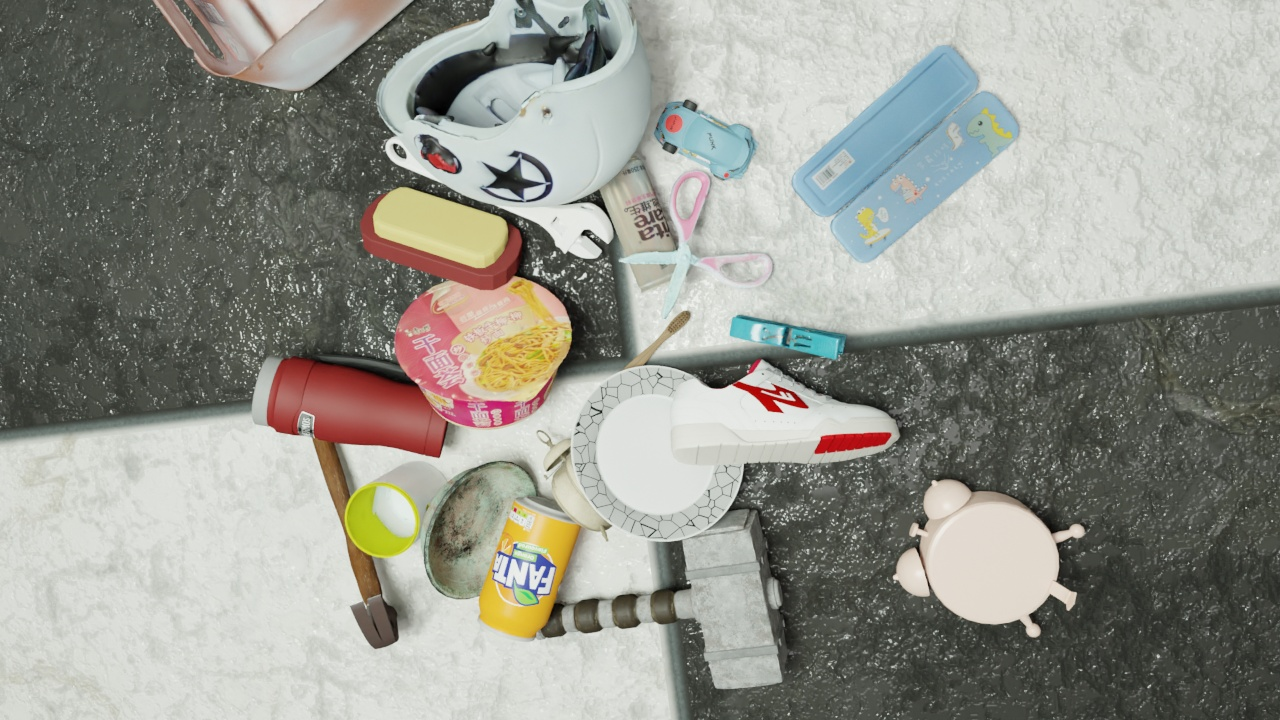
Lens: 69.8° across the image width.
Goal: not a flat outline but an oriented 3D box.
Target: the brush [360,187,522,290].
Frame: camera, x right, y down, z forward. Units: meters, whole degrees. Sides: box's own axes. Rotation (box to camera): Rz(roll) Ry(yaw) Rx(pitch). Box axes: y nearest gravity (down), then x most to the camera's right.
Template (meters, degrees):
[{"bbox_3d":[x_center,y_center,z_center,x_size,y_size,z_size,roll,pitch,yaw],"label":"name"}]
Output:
[{"bbox_3d":[-0.212,-0.135,0.980,0.173,0.082,0.042,18,143,5],"label":"brush"}]

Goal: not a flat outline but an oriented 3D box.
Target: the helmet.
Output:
[{"bbox_3d":[-0.113,-0.242,0.901,0.264,0.235,0.164,1,140,23],"label":"helmet"}]

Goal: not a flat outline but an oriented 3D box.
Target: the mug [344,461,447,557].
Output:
[{"bbox_3d":[-0.267,0.163,1.020,0.082,0.106,0.082,1,97,8],"label":"mug"}]

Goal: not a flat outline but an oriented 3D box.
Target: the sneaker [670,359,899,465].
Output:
[{"bbox_3d":[0.148,0.048,0.960,0.236,0.090,0.104,-2,68,0],"label":"sneaker"}]

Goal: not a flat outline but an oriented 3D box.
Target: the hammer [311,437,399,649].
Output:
[{"bbox_3d":[-0.337,0.170,1.046,0.033,0.115,0.323,-18,86,-11],"label":"hammer"}]

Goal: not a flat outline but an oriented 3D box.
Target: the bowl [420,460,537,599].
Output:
[{"bbox_3d":[-0.182,0.180,1.003,0.039,0.157,0.157,18,102,38],"label":"bowl"}]

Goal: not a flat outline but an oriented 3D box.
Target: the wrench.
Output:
[{"bbox_3d":[-0.155,-0.180,0.989,0.273,0.018,0.066,25,136,8],"label":"wrench"}]

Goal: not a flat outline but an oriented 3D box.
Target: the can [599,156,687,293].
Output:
[{"bbox_3d":[0.000,-0.142,0.965,0.054,0.054,0.135,-21,94,10],"label":"can"}]

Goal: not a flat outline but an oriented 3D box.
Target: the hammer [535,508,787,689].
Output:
[{"bbox_3d":[-0.006,0.278,1.019,0.327,0.079,0.177,-11,96,15],"label":"hammer"}]

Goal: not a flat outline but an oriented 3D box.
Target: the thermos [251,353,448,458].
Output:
[{"bbox_3d":[-0.310,0.042,1.008,0.198,0.107,0.084,12,140,-9],"label":"thermos"}]

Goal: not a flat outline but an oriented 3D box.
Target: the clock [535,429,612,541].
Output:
[{"bbox_3d":[-0.067,0.130,0.998,0.141,0.092,0.055,46,108,8],"label":"clock"}]

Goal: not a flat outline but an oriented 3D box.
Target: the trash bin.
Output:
[{"bbox_3d":[-0.342,-0.415,0.926,0.260,0.157,0.181,-36,92,12],"label":"trash bin"}]

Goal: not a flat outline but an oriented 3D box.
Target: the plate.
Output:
[{"bbox_3d":[0.018,0.098,0.974,0.188,0.016,0.188,5,70,-14],"label":"plate"}]

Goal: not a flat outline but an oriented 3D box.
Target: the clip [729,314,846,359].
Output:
[{"bbox_3d":[0.156,-0.027,0.967,0.120,0.103,0.027,12,96,13],"label":"clip"}]

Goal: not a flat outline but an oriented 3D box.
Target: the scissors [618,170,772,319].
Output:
[{"bbox_3d":[0.065,-0.111,0.947,0.173,0.014,0.170,24,69,-15],"label":"scissors"}]

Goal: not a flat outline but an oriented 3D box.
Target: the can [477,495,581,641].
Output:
[{"bbox_3d":[-0.121,0.224,0.995,0.079,0.079,0.142,19,88,5],"label":"can"}]

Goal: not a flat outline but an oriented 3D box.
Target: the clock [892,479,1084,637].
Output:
[{"bbox_3d":[0.359,0.206,0.951,0.160,0.086,0.131,21,100,11],"label":"clock"}]

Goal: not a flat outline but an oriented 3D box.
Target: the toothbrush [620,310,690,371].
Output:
[{"bbox_3d":[-0.006,0.006,1.006,0.016,0.016,0.167,45,102,2],"label":"toothbrush"}]

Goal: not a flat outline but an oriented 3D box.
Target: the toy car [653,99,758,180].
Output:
[{"bbox_3d":[0.066,-0.231,0.956,0.108,0.027,0.060,27,101,4],"label":"toy car"}]

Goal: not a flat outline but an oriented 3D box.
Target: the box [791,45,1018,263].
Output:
[{"bbox_3d":[0.268,-0.207,0.934,0.209,0.021,0.125,-41,90,12],"label":"box"}]

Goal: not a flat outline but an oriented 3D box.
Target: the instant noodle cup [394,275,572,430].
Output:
[{"bbox_3d":[-0.160,-0.003,0.959,0.179,0.178,0.078,11,139,7],"label":"instant noodle cup"}]
